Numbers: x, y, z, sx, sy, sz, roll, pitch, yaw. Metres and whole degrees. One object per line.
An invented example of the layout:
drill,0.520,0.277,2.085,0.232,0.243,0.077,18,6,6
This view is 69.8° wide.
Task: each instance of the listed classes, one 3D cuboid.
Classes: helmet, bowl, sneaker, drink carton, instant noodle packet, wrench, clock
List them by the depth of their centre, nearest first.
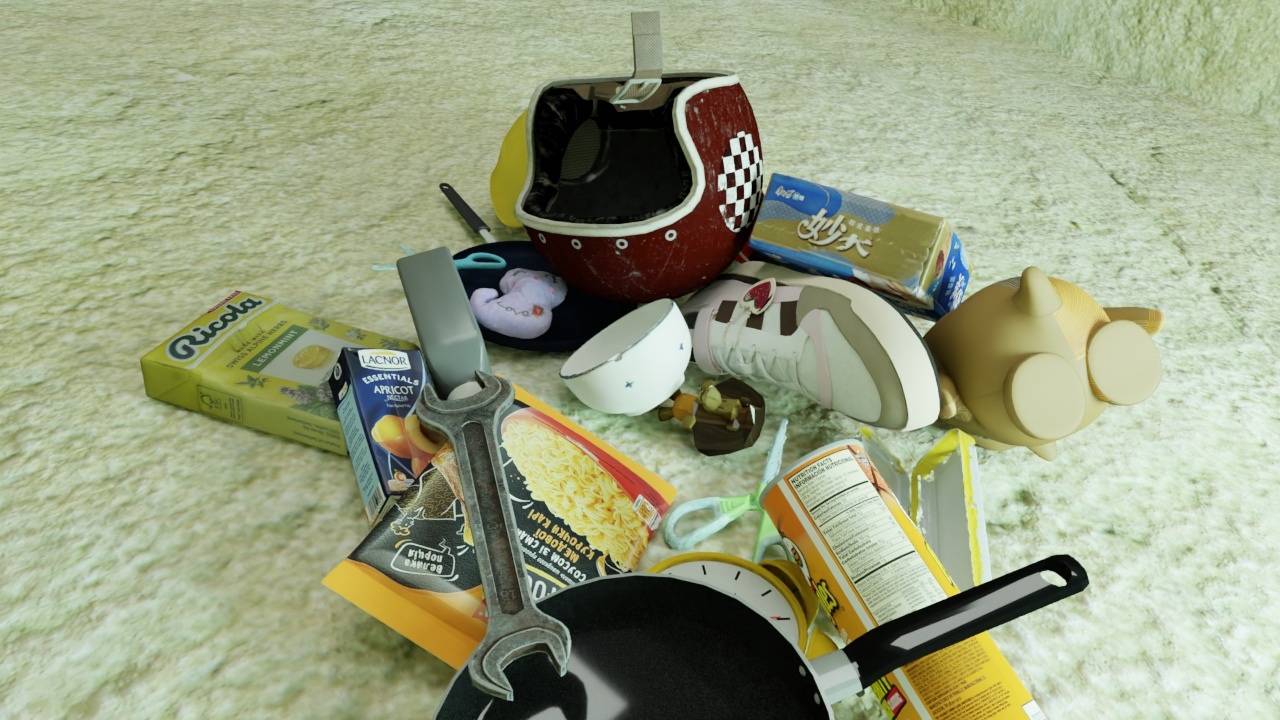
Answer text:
wrench,-0.093,0.087,0.559,0.070,0.010,0.273,-7,36,-15
clock,0.059,0.169,0.565,0.152,0.052,0.113,0,34,-9
instant noodle packet,-0.075,0.110,0.599,0.160,0.032,0.220,33,38,0
drink carton,-0.172,0.050,0.647,0.064,0.040,0.130,3,47,-39
bowl,-0.005,0.004,0.765,0.113,0.063,0.113,-32,14,9
sneaker,0.117,-0.009,0.773,0.116,0.112,0.294,-25,30,-18
helmet,0.001,-0.176,0.825,0.234,0.254,0.233,15,28,40
helmet,-0.043,-0.220,1.030,0.240,0.140,0.208,14,25,-2

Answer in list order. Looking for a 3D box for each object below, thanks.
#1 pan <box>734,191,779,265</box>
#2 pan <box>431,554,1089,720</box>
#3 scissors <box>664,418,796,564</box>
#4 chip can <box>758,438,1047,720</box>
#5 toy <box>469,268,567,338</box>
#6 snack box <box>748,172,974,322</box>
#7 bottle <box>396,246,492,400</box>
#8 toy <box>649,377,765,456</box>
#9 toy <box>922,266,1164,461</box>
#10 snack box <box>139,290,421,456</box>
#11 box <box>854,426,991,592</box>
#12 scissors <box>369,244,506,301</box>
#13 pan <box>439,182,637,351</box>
pan,0.118,-0.138,0.991,0.208,0.067,0.355,33,34,-53
pan,0.065,0.176,0.463,0.355,0.044,0.204,-19,43,-9
scissors,0.099,0.107,0.681,0.170,0.028,0.139,-29,48,-24
chip can,0.154,0.154,0.531,0.075,0.075,0.215,-12,57,-30
toy,-0.110,-0.056,0.833,0.080,0.037,0.099,12,34,-1
snack box,0.209,-0.096,0.840,0.155,0.069,0.202,22,5,27
bottle,-0.149,-0.007,0.735,0.046,0.084,0.173,-18,46,-12
toy,0.052,0.042,0.753,0.100,0.063,0.076,11,52,28
toy,0.309,0.012,0.778,0.198,0.162,0.203,-22,-1,-10
snack box,-0.275,0.006,0.724,0.181,0.045,0.121,16,34,9
box,0.204,0.114,0.656,0.079,0.080,0.208,47,32,-14
scissors,-0.183,-0.085,0.880,0.135,0.015,0.135,-17,47,-38
pan,-0.142,-0.107,0.955,0.198,0.021,0.356,-11,39,-30
